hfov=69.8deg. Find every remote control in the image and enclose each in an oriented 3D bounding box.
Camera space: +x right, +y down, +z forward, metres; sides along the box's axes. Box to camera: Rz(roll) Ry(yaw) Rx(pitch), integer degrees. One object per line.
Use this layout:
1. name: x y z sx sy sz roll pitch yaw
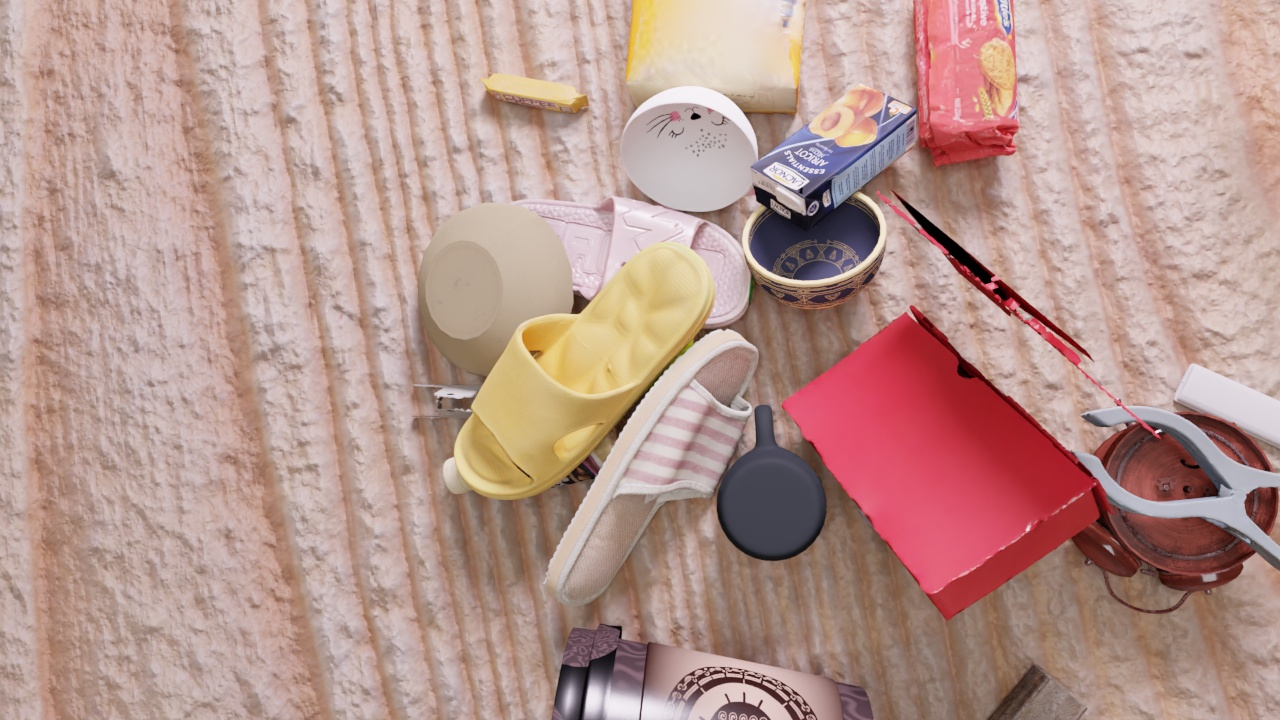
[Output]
1. remote control: 0.488 0.045 0.716 0.131 0.012 0.033 26 90 10

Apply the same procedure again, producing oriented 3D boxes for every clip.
1. clip: -0.157 0.032 0.801 0.102 0.056 0.056 0 53 9
2. clip: 0.381 0.100 0.647 0.163 0.028 0.112 21 88 11

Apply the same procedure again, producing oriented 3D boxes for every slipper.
1. slipper: -0.053 0.008 0.711 0.263 0.078 0.099 -44 63 8
2. slipper: 0.018 0.096 0.743 0.052 0.115 0.263 37 95 34
3. slipper: -0.021 -0.092 0.780 0.239 0.064 0.094 13 87 11

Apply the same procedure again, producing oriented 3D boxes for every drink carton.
1. drink carton: 0.155 -0.165 0.741 0.130 0.040 0.064 -39 52 -14

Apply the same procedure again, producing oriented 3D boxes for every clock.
1. clock: 0.396 0.114 0.694 0.120 0.072 0.157 13 87 9

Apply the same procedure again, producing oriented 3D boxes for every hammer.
1. hammer: 0.258 0.301 0.584 0.037 0.300 0.158 39 92 10

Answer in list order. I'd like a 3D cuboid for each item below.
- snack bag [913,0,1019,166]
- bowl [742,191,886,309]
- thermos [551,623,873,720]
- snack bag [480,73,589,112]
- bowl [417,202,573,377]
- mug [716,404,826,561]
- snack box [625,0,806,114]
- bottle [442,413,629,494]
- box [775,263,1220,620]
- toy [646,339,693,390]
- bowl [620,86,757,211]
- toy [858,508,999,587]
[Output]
1. snack bag: 0.261 -0.247 0.742 0.082 0.082 0.176 -2 84 8
2. bowl: 0.143 -0.083 0.749 0.112 0.061 0.112 -8 50 10
3. thermos: 0.050 0.299 0.691 0.226 0.173 0.172 6 86 3
4. snack bag: -0.094 -0.239 0.822 0.099 0.026 0.020 13 87 8
5. bowl: -0.134 -0.059 0.774 0.152 0.050 0.152 2 94 29
6. mug: 0.103 0.096 0.729 0.085 0.094 0.121 -5 85 8
7. snack box: 0.070 -0.316 0.774 0.145 0.080 0.195 4 86 10
8. bottle: -0.089 0.081 0.780 0.166 0.059 0.059 -15 83 16
9. box: 0.286 0.105 0.747 0.198 0.351 0.217 -39 44 7
10. toy: -0.005 0.005 0.780 0.093 0.036 0.094 11 109 -6
11. bowl: 0.044 -0.183 0.764 0.115 0.115 0.050 8 54 9
12. toy: 0.249 0.108 0.725 0.131 0.096 0.124 44 99 -9
